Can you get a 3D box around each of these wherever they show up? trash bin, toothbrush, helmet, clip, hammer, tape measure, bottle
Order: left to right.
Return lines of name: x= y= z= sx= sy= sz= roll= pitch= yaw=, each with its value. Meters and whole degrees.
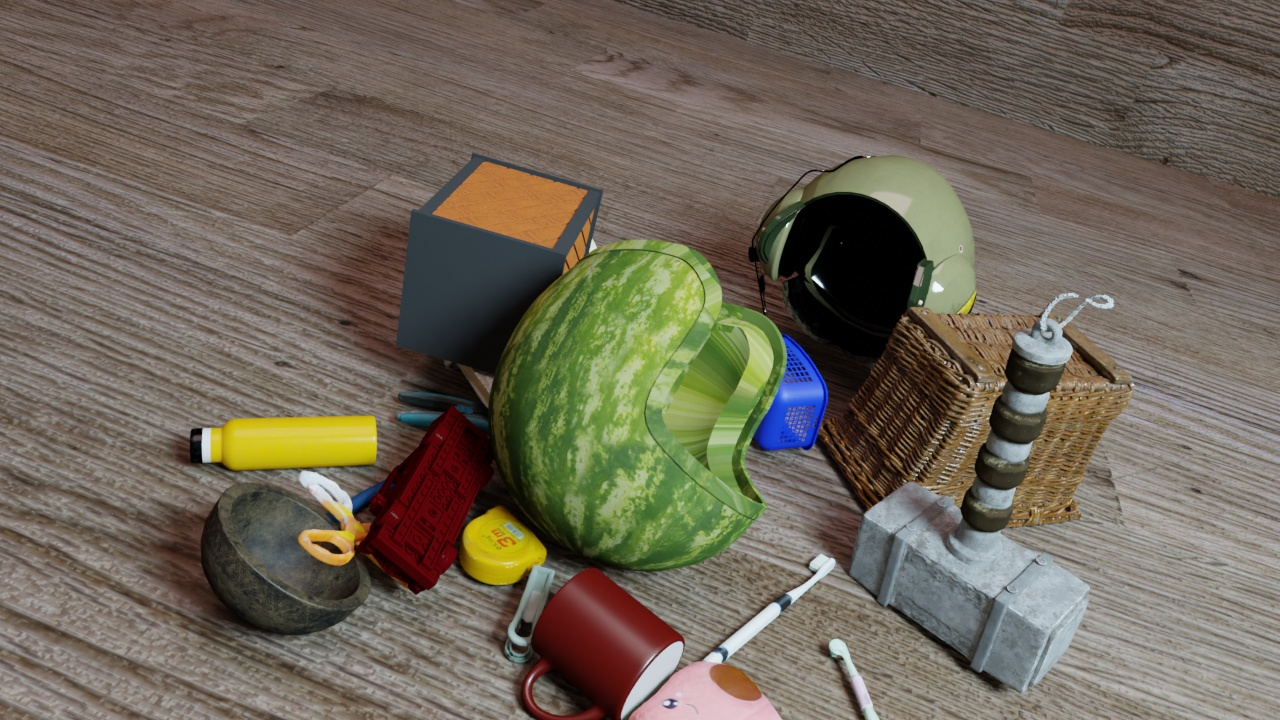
bottle: x=-0.298 y=0.069 z=0.770 sx=0.143 sy=0.043 sz=0.043 roll=0 pitch=35 yaw=-22
toothbrush: x=-0.255 y=0.131 z=0.719 sx=0.167 sy=0.014 sz=0.014 roll=-33 pitch=99 yaw=-50
tape measure: x=-0.113 y=0.152 z=0.729 sx=0.068 sy=0.030 sz=0.058 roll=32 pitch=36 yaw=30
trash bin: x=-0.134 y=-0.094 z=0.901 sx=0.140 sy=0.140 sz=0.171 roll=16 pitch=31 yaw=1
clip: x=-0.082 y=0.189 z=0.686 sx=0.023 sy=0.044 sz=0.076 roll=14 pitch=33 yaw=2
helmet: x=-0.009 y=0.044 z=0.752 sx=0.244 sy=0.247 sz=0.213 roll=2 pitch=-14 yaw=26
toothbrush: x=0.107 y=0.204 z=0.756 sx=0.017 sy=0.012 sz=0.186 roll=22 pitch=30 yaw=36
helmet: x=0.258 y=-0.101 z=1.041 sx=0.250 sy=0.256 sz=0.232 roll=30 pitch=37 yaw=24
toothbrush: x=0.172 y=0.271 z=0.673 sx=0.022 sy=0.015 sz=0.154 roll=34 pitch=22 yaw=-31
hammer: x=0.275 y=0.087 z=0.708 sx=0.079 sy=0.327 sz=0.177 roll=-24 pitch=42 yaw=-36

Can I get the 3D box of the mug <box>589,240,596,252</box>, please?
mug: x=-0.105 y=-0.099 z=1.063 sx=0.099 sy=0.096 sz=0.120 roll=-24 pitch=52 yaw=-31

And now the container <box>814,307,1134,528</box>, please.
container: x=0.342 y=0.052 z=0.921 sx=0.249 sy=0.184 sz=0.162 roll=0 pitch=37 yaw=-21

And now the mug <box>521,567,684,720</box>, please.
mug: x=-0.033 y=0.211 z=0.642 sx=0.082 sy=0.073 sz=0.105 roll=33 pitch=65 yaw=26

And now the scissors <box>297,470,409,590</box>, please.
scissors: x=-0.217 y=0.126 z=0.689 sx=0.131 sy=0.011 sz=0.125 roll=46 pitch=8 yaw=22

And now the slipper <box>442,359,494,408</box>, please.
slipper: x=-0.158 y=-0.015 z=0.953 sx=0.114 sy=0.052 sz=0.263 roll=-3 pitch=35 yaw=-31

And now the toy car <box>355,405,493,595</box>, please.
toy car: x=-0.169 y=0.110 z=0.719 sx=0.070 sy=0.062 sz=0.169 roll=45 pitch=26 yaw=-17

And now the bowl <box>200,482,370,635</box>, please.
bowl: x=-0.255 y=0.147 z=0.637 sx=0.121 sy=0.056 sz=0.121 roll=42 pitch=6 yaw=-6

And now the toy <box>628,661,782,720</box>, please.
toy: x=0.042 y=0.249 z=0.620 sx=0.109 sy=0.051 sz=0.090 roll=-14 pitch=41 yaw=-36

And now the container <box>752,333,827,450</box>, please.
container: x=0.137 y=0.034 z=0.956 sx=0.058 sy=0.096 sz=0.114 roll=-4 pitch=36 yaw=-20

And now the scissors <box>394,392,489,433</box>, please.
scissors: x=-0.161 y=0.055 z=0.873 sx=0.133 sy=0.019 sz=0.145 roll=32 pitch=34 yaw=21
